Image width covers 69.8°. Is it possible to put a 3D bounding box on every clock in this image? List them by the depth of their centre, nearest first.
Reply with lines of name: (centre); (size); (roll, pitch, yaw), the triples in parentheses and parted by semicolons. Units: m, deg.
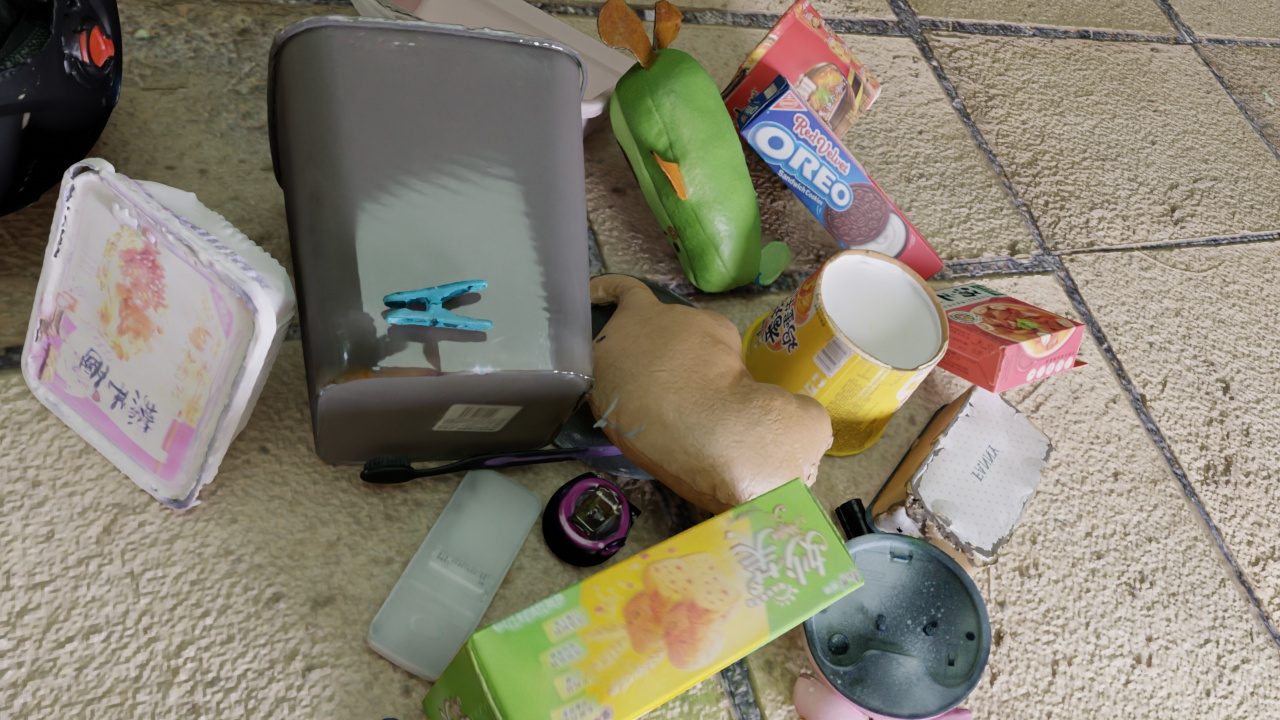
clock: (0.158, 0.194, 0.592); (0.117, 0.060, 0.158); (9, 61, 7)

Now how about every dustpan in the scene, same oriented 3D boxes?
dustpan: (-0.105, -0.264, 0.738); (0.222, 0.139, 0.272); (25, 55, -5)

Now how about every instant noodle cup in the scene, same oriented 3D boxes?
instant noodle cup: (-0.264, -0.016, 0.518); (0.138, 0.174, 0.060); (38, 32, 4)
instant noodle cup: (0.159, -0.012, 0.704); (0.138, 0.110, 0.137); (10, 56, -16)
instant noodle cup: (0.141, -0.240, 0.829); (0.108, 0.138, 0.137); (40, 54, -5)

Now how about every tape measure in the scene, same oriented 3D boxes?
tape measure: (-0.034, 0.104, 0.600); (0.057, 0.039, 0.057); (41, 54, 5)

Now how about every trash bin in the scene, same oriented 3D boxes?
trash bin: (-0.127, -0.063, 0.580); (0.198, 0.199, 0.219); (-2, 67, -21)

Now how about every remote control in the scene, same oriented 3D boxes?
remote control: (-0.112, 0.128, 0.566); (0.056, 0.020, 0.135); (30, 52, -3)

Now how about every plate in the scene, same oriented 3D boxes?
plate: (-0.004, 0.004, 0.684); (0.179, 0.024, 0.179); (10, 58, -16)

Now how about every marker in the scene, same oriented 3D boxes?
marker: (0.175, 0.162, 0.659); (0.022, 0.020, 0.132); (-9, 64, -21)

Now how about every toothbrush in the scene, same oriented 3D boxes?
toothbrush: (-0.086, 0.063, 0.599); (0.188, 0.014, 0.016); (-3, 39, -23)

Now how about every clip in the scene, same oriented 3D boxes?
clip: (-0.104, -0.028, 0.471); (0.055, 0.013, 0.038); (-2, 74, -24)

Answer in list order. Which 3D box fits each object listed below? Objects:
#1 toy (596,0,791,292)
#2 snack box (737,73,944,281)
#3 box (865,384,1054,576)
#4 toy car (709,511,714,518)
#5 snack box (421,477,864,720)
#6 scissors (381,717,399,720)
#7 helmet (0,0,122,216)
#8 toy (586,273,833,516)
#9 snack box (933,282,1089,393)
toy: (0.035, -0.162, 0.721); (0.247, 0.090, 0.226); (68, 20, -8)
snack box: (0.167, -0.143, 0.773); (0.207, 0.057, 0.058); (45, 21, -16)
box: (0.250, 0.087, 0.702); (0.090, 0.059, 0.183); (46, 46, 9)
toy car: (0.076, 0.095, 0.651); (0.054, 0.037, 0.120); (15, 55, -11)
snack box: (-0.003, 0.156, 0.507); (0.209, 0.158, 0.070); (-19, 69, -30)
scissors: (-0.165, 0.264, 0.469); (0.162, 0.012, 0.175); (28, 55, -5)
helmet: (-0.416, -0.184, 0.510); (0.233, 0.231, 0.274); (-10, 62, -10)
toy: (0.024, 0.014, 0.623); (0.226, 0.083, 0.143); (44, 42, 18)
snack box: (0.294, -0.024, 0.766); (0.126, 0.044, 0.113); (-12, 29, -31)
